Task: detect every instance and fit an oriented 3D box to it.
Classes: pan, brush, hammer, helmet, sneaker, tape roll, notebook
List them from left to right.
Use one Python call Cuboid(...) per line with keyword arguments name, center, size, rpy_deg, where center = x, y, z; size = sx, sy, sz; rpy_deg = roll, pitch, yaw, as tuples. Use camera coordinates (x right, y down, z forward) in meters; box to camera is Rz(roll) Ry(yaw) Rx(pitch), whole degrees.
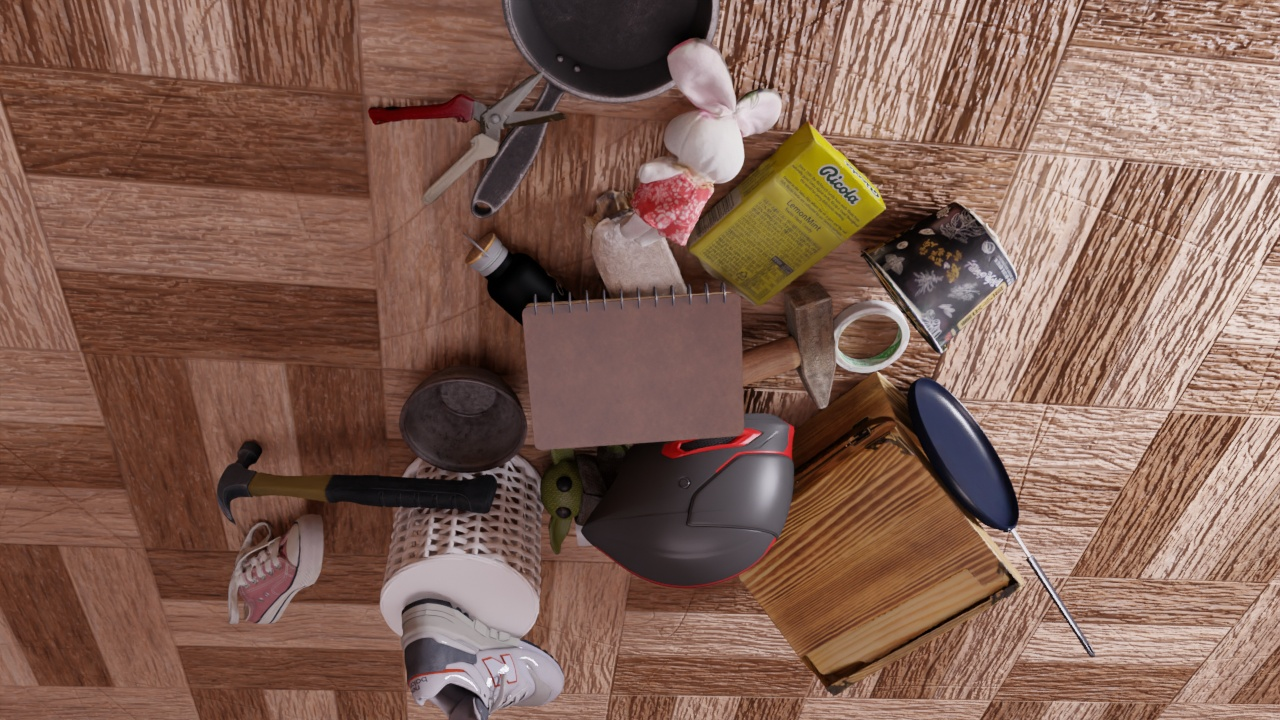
Cuboid(name="sneaker", center=(-0.490, 0.276, 1.207), size=(0.087, 0.118, 0.242), rpy_deg=(13, 134, -36))
Cuboid(name="hammer", center=(-0.336, 0.151, 1.074), size=(0.333, 0.117, 0.025), rpy_deg=(2, 130, 7))
Cuboid(name="sneaker", center=(-0.184, 0.378, 1.055), size=(0.089, 0.124, 0.239), rpy_deg=(-37, 122, 23))
Cuboid(name="pan", center=(-0.071, -0.262, 0.850), size=(0.187, 0.055, 0.358), rpy_deg=(25, 135, -22))
Cuboid(name="notebook", center=(-0.006, 0.006, 0.968), size=(0.225, 0.024, 0.167), rpy_deg=(-4, 106, -2))
Cuboid(name="brush", center=(0.014, -0.061, 1.007), size=(0.083, 0.056, 0.271), rpy_deg=(-21, 128, 6))
Cuboid(name="helmet", center=(0.063, 0.171, 1.048), size=(0.265, 0.169, 0.164), rpy_deg=(-11, 159, 0))
Cuboid(name="hammer", center=(0.074, 0.028, 1.028), size=(0.300, 0.037, 0.158), rpy_deg=(-18, 130, -5))
Cuboid(name="tape roll", center=(0.267, -0.027, 1.076), size=(0.094, 0.018, 0.094), rpy_deg=(-2, 128, -3))
Cuboid(name="pan", center=(0.412, 0.176, 1.054), size=(0.021, 0.356, 0.198), rpy_deg=(-38, 161, 30))

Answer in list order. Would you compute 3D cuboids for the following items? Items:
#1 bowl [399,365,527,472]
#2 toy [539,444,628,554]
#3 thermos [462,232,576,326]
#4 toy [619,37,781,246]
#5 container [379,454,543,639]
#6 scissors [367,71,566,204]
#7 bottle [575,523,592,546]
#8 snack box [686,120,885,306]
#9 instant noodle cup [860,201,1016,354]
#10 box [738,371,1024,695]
Cuboid(name="bowl", center=(-0.205, 0.058, 1.079), size=(0.145, 0.067, 0.145), rpy_deg=(-2, 128, -3))
Cuboid(name="toy", center=(-0.050, 0.164, 1.157), size=(0.152, 0.078, 0.179), rpy_deg=(1, 104, -7))
Cuboid(name="thermos", center=(-0.106, -0.059, 0.994), size=(0.061, 0.061, 0.231), rpy_deg=(-36, 118, 22))
Cuboid(name="toy", center=(0.049, -0.190, 0.866), size=(0.159, 0.084, 0.194), rpy_deg=(10, 118, -47))
Cuboid(name="container", center=(-0.215, 0.231, 1.137), size=(0.189, 0.186, 0.190), rpy_deg=(-2, 128, -3))
Cuboid(name="scissors", center=(-0.171, -0.215, 0.873), size=(0.195, 0.015, 0.180), rpy_deg=(20, 131, 0))
Cuboid(name="bottle", center=(0.013, 0.212, 1.224), size=(0.195, 0.052, 0.052), rpy_deg=(-6, 128, 1))
Cuboid(name="snack box", center=(0.147, -0.146, 0.960), size=(0.121, 0.045, 0.181), rpy_deg=(34, 122, -28))
Cuboid(name="instant noodle cup", center=(0.317, -0.094, 0.965), size=(0.112, 0.137, 0.137), rpy_deg=(-38, 122, 11))
Cuboid(name="box", center=(0.263, 0.212, 1.116), size=(0.269, 0.263, 0.280), rpy_deg=(37, 119, -26))
